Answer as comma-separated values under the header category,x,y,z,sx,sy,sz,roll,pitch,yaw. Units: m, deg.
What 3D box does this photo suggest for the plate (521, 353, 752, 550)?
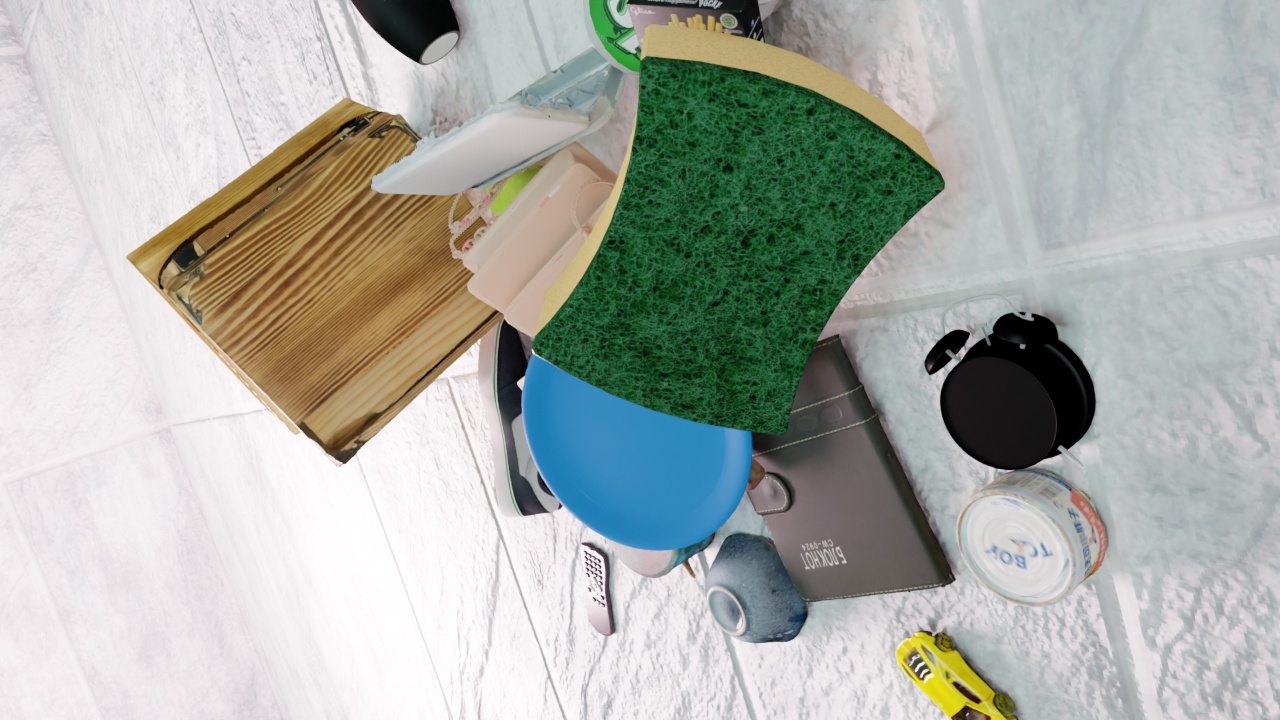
category,x,y,z,sx,sy,sz,roll,pitch,yaw
plate,-0.005,0.058,0.799,0.225,0.024,0.224,9,110,27

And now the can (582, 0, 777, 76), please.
category,x,y,z,sx,sy,sz,roll,pitch,yaw
can,0.028,-0.265,0.658,0.140,0.087,0.088,-5,104,51

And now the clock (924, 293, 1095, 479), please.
category,x,y,z,sx,sy,sz,roll,pitch,yaw
clock,0.235,0.015,0.594,0.091,0.042,0.120,-20,93,52

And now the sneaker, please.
category,x,y,z,sx,sy,sz,roll,pitch,yaw
sneaker,-0.125,0.057,1.024,0.079,0.084,0.235,-6,97,14

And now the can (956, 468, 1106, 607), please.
category,x,y,z,sx,sy,sz,roll,pitch,yaw
can,0.261,0.119,0.617,0.086,0.043,0.086,27,127,42

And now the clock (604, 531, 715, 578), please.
category,x,y,z,sx,sy,sz,roll,pitch,yaw
clock,0.006,0.135,0.899,0.121,0.073,0.158,10,115,47

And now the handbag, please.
category,x,y,z,sx,sy,sz,roll,pitch,yaw
handbag,-0.067,-0.135,0.837,0.199,0.116,0.187,-45,34,18

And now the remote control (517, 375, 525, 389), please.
category,x,y,z,sx,sy,sz,roll,pitch,yaw
remote control,-0.073,0.064,0.970,0.136,0.011,0.050,51,133,-6

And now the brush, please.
category,x,y,z,sx,sy,sz,roll,pitch,yaw
brush,0.055,-0.078,0.619,0.195,0.075,0.251,18,126,-10

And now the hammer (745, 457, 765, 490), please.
category,x,y,z,sx,sy,sz,roll,pitch,yaw
hammer,-0.005,0.005,0.851,0.328,0.052,0.098,44,137,30

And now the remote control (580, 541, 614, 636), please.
category,x,y,z,sx,sy,sz,roll,pitch,yaw
remote control,-0.051,0.274,1.087,0.046,0.009,0.124,20,123,43

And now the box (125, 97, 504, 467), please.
category,x,y,z,sx,sy,sz,roll,pitch,yaw
box,-0.302,-0.088,0.920,0.221,0.278,0.259,30,155,40

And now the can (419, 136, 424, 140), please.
category,x,y,z,sx,sy,sz,roll,pitch,yaw
can,-0.251,-0.225,1.032,0.138,0.053,0.054,26,127,40

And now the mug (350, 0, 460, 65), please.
category,x,y,z,sx,sy,sz,roll,pitch,yaw
mug,-0.235,-0.352,0.939,0.100,0.085,0.119,52,171,-1

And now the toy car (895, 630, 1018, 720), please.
category,x,y,z,sx,sy,sz,roll,pitch,yaw
toy car,0.247,0.257,0.715,0.107,0.030,0.049,43,135,25

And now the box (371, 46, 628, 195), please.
category,x,y,z,sx,sy,sz,roll,pitch,yaw
box,-0.107,-0.189,0.763,0.211,0.185,0.084,-14,117,45

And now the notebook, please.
category,x,y,z,sx,sy,sz,roll,pitch,yaw
notebook,0.145,0.096,0.755,0.170,0.029,0.209,-27,86,52

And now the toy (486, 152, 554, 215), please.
category,x,y,z,sx,sy,sz,roll,pitch,yaw
toy,-0.118,-0.188,0.902,0.092,0.046,0.115,28,121,37

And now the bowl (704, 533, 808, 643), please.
category,x,y,z,sx,sy,sz,roll,pitch,yaw
bowl,0.097,0.220,0.850,0.110,0.055,0.110,26,126,41

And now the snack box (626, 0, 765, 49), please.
category,x,y,z,sx,sy,sz,roll,pitch,yaw
snack box,0.049,-0.194,0.640,0.080,0.025,0.148,14,155,24
